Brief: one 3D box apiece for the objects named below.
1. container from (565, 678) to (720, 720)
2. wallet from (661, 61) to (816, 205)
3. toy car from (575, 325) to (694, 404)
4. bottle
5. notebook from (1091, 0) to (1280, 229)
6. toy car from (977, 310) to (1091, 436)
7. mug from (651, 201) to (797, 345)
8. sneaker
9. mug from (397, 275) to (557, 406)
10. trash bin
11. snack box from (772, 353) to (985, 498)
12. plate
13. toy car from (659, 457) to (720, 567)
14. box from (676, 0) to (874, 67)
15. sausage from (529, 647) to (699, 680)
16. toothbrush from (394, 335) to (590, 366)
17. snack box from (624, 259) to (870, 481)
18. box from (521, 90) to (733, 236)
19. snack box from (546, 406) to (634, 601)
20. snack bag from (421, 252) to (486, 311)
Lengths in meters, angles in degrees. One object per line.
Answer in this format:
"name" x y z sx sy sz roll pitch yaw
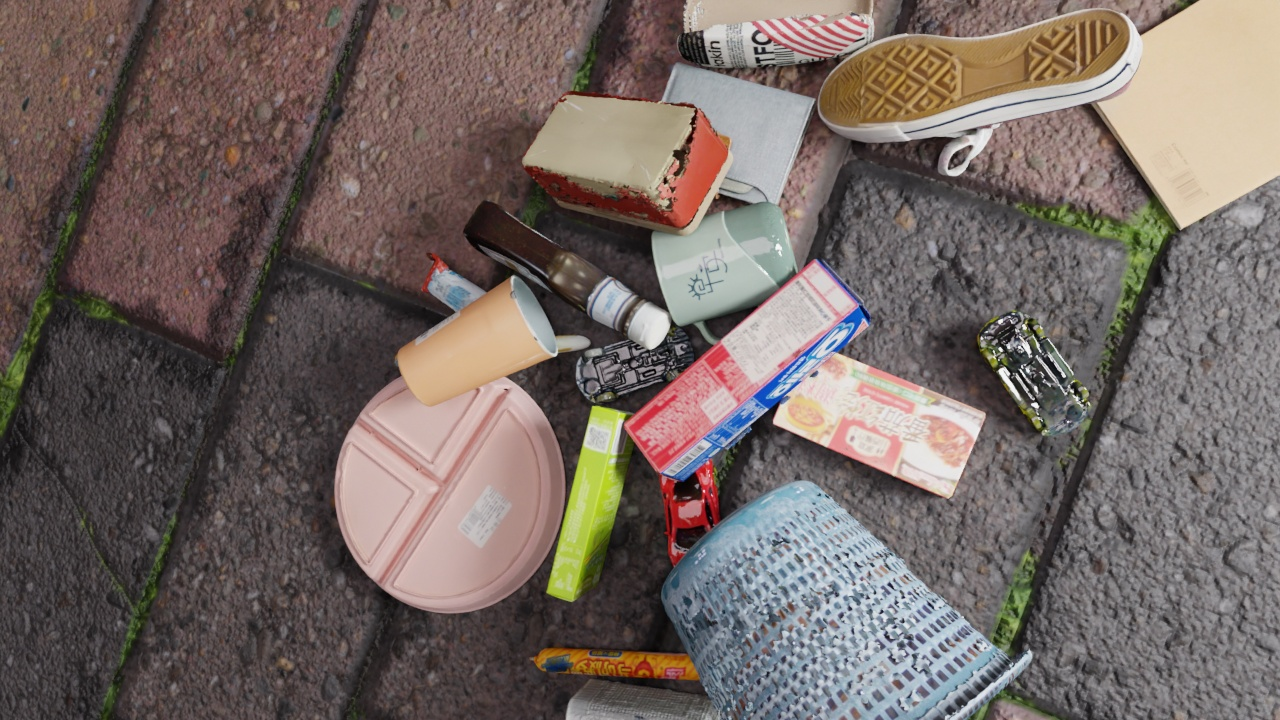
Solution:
"container" 0.004 0.316 0.743 0.114 0.090 0.090 2 86 11
"wallet" 0.072 -0.194 0.793 0.130 0.037 0.106 21 90 16
"toy car" -0.005 0.005 0.798 0.106 0.031 0.049 -17 78 8
"bottle" -0.061 -0.072 0.790 0.195 0.080 0.044 32 87 19
"notebook" 0.472 -0.217 0.706 0.212 0.012 0.149 -31 79 10
"toy car" 0.306 0.010 0.719 0.048 0.032 0.105 -36 89 9
"mug" 0.076 -0.068 0.763 0.106 0.082 0.112 -14 103 12
"sneaker" 0.262 -0.208 0.723 0.242 0.087 0.118 -1 72 36
"mug" -0.144 -0.012 0.795 0.123 0.078 0.078 -26 79 8
"trash bin" 0.128 0.205 0.670 0.227 0.226 0.195 -41 64 8
"snack box" 0.192 0.048 0.748 0.153 0.025 0.075 23 91 15
"plate" -0.180 0.116 0.837 0.230 0.028 0.229 -1 85 14
"toy car" 0.044 0.133 0.777 0.049 0.031 0.106 -8 86 15
"box" 0.112 -0.292 0.773 0.162 0.076 0.087 -3 79 16
"sausage" -0.017 0.259 0.785 0.165 0.021 0.021 -2 85 14
"toothbrush" -0.138 -0.007 0.838 0.191 0.018 0.016 -4 122 13
"snack box" 0.087 0.011 0.737 0.208 0.057 0.058 -41 63 9
"box" -0.019 -0.168 0.755 0.168 0.078 0.091 20 77 41
"snack box" -0.038 0.117 0.770 0.026 0.085 0.156 14 89 13
"snack bag" -0.161 -0.058 0.844 0.105 0.026 0.045 34 118 11
